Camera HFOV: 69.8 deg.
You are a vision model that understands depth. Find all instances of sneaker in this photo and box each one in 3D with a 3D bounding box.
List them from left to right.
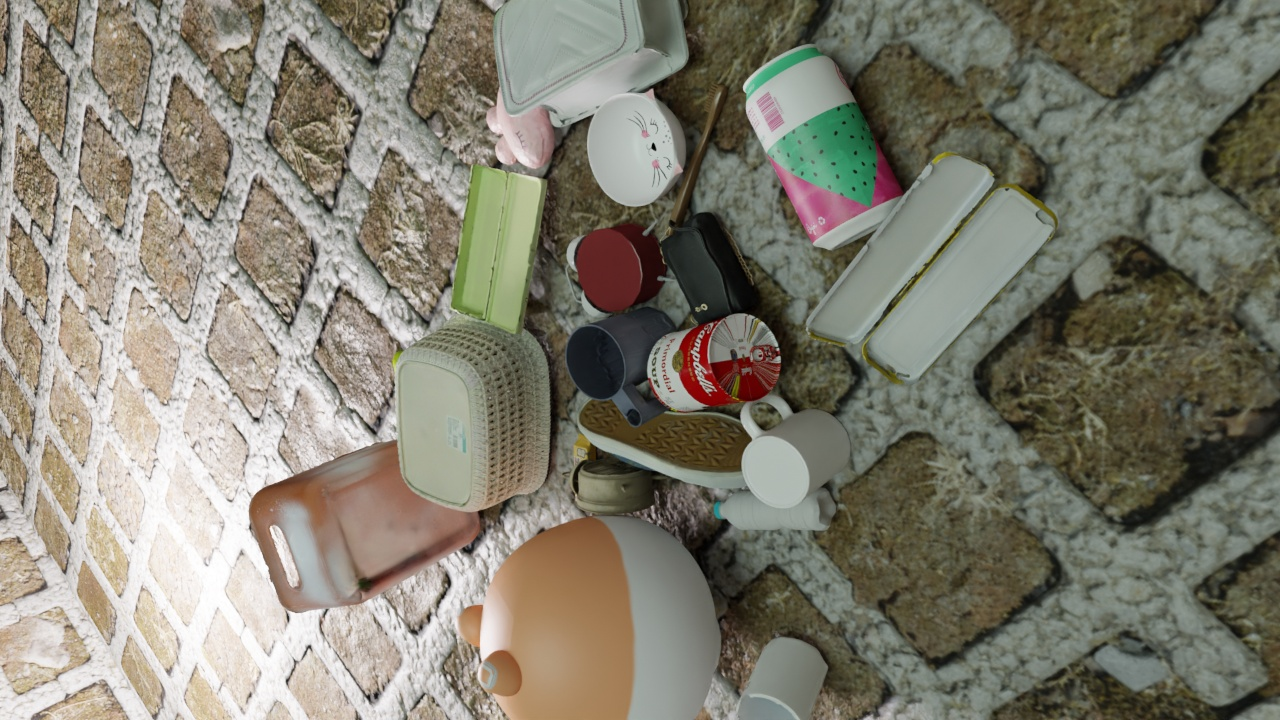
[{"bbox_3d":[0.037,0.102,1.022,0.236,0.087,0.079,13,144,31],"label":"sneaker"}]

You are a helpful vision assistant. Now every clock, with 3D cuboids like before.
[{"bbox_3d":[-0.043,0.141,1.089,0.141,0.092,0.054,7,102,43],"label":"clock"},{"bbox_3d":[-0.030,-0.101,1.020,0.138,0.048,0.096,-15,95,41],"label":"clock"}]

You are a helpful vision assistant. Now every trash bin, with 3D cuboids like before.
[{"bbox_3d":[-0.368,0.216,1.260,0.158,0.259,0.181,-15,94,39],"label":"trash bin"}]

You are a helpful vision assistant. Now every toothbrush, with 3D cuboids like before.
[{"bbox_3d":[0.055,-0.202,0.940,0.016,0.016,0.167,34,123,25],"label":"toothbrush"}]

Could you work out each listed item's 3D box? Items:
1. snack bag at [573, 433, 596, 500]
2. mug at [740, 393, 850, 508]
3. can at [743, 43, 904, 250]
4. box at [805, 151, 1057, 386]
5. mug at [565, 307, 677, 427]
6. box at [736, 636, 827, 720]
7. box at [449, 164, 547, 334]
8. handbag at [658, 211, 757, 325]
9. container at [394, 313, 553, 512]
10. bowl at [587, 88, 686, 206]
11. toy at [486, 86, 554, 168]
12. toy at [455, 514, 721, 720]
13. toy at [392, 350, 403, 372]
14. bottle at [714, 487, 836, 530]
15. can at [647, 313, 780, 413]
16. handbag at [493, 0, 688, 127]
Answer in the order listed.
[{"bbox_3d":[-0.070,0.141,1.153,0.026,0.020,0.099,14,113,36],"label":"snack bag"},{"bbox_3d":[0.145,0.081,0.913,0.110,0.090,0.074,55,130,10],"label":"mug"},{"bbox_3d":[0.161,-0.186,0.812,0.088,0.088,0.166,-29,86,41],"label":"can"},{"bbox_3d":[0.247,-0.074,0.799,0.128,0.045,0.210,28,127,-8],"label":"box"},{"bbox_3d":[-0.006,0.006,1.000,0.124,0.103,0.084,53,129,12],"label":"mug"},{"bbox_3d":[0.148,0.369,0.963,0.094,0.165,0.084,24,124,18],"label":"box"},{"bbox_3d":[-0.170,-0.136,1.109,0.139,0.030,0.187,18,103,39],"label":"box"},{"bbox_3d":[0.064,-0.090,0.947,0.079,0.054,0.128,-27,89,45],"label":"handbag"},{"bbox_3d":[-0.214,0.070,1.163,0.185,0.142,0.252,13,113,26],"label":"container"},{"bbox_3d":[0.004,-0.220,0.950,0.115,0.050,0.115,16,117,36],"label":"bowl"},{"bbox_3d":[-0.141,-0.270,1.055,0.105,0.053,0.108,-12,99,55],"label":"toy"},{"bbox_3d":[-0.054,0.308,1.022,0.263,0.280,0.266,-154,68,-65],"label":"toy"},{"bbox_3d":[-0.301,0.028,1.285,0.118,0.043,0.092,9,109,35],"label":"toy"},{"bbox_3d":[0.138,0.158,0.975,0.136,0.044,0.044,-8,99,40],"label":"bottle"},{"bbox_3d":[0.072,0.005,0.929,0.117,0.086,0.086,-16,95,59],"label":"can"},{"bbox_3d":[-0.053,-0.335,0.934,0.199,0.096,0.142,-12,83,41],"label":"handbag"}]
